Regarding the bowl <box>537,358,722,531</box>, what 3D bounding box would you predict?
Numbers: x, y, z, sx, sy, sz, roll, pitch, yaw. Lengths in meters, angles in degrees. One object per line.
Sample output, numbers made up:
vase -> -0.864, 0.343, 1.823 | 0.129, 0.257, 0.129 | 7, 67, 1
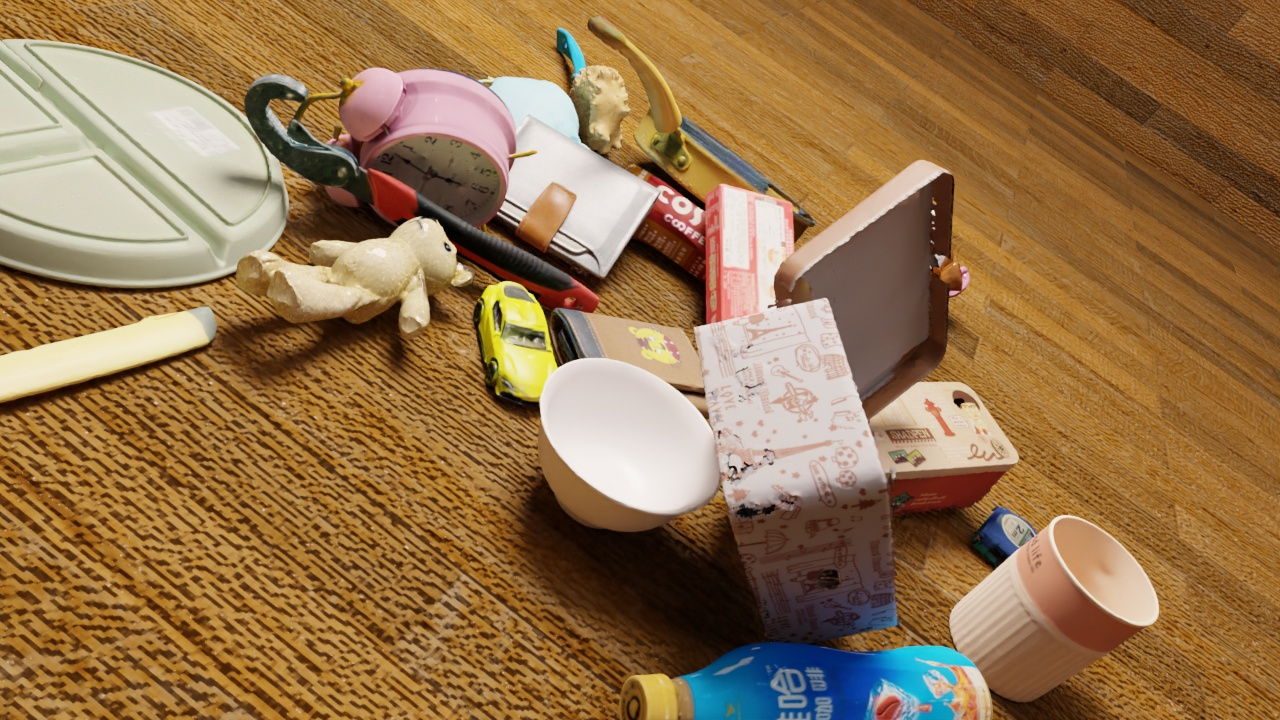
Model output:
bowl -> -0.017, 0.063, 0.549 | 0.118, 0.065, 0.118 | 20, 36, -16

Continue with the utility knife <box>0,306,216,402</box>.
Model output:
utility knife -> -0.295, 0.003, 0.443 | 0.031, 0.021, 0.204 | 41, 29, 17

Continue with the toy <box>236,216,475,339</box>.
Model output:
toy -> -0.174, -0.055, 0.568 | 0.105, 0.066, 0.156 | 27, 23, 22

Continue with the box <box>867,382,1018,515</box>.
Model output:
box -> 0.194, 0.071, 0.709 | 0.168, 0.076, 0.091 | 1, 47, -29

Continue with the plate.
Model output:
plate -> -0.335, -0.130, 0.567 | 0.230, 0.028, 0.229 | 21, 37, -17

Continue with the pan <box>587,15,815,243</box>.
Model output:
pan -> 0.047, -0.201, 0.819 | 0.197, 0.078, 0.356 | 46, 19, 29

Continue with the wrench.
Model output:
wrench -> -0.142, -0.099, 0.631 | 0.273, 0.056, 0.016 | 33, 39, -26

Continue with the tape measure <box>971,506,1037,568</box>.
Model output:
tape measure -> 0.291, 0.146, 0.725 | 0.054, 0.025, 0.058 | 46, 41, 15

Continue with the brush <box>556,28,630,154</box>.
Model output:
brush -> -0.059, -0.293, 0.948 | 0.046, 0.083, 0.254 | -6, 38, -13

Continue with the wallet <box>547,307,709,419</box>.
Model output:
wallet -> -0.004, 0.004, 0.662 | 0.115, 0.033, 0.090 | 9, 40, -36

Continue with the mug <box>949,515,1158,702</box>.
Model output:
mug -> 0.282, 0.166, 0.623 | 0.114, 0.106, 0.081 | -8, 52, -44

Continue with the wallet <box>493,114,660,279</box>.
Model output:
wallet -> -0.062, -0.133, 0.745 | 0.130, 0.037, 0.106 | 31, 63, 1

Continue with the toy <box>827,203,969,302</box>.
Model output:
toy -> 0.262, -0.103, 0.930 | 0.140, 0.131, 0.199 | 42, 26, 23

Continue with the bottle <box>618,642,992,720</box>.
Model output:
bottle -> 0.090, 0.183, 0.488 | 0.218, 0.065, 0.065 | 11, 40, -27

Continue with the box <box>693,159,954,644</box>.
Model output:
box -> 0.113, 0.025, 0.549 | 0.134, 0.179, 0.269 | 11, 54, 25

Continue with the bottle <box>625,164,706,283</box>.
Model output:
bottle -> 0.052, -0.105, 0.811 | 0.175, 0.058, 0.057 | 31, 35, -2

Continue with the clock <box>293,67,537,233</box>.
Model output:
clock -> -0.163, -0.147, 0.648 | 0.158, 0.117, 0.059 | 15, 50, -27

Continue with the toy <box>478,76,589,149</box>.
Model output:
toy -> -0.087, -0.202, 0.828 | 0.156, 0.050, 0.161 | 38, 38, -10

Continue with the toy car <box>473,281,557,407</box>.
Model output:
toy car -> -0.081, -0.014, 0.620 | 0.048, 0.032, 0.105 | 10, 42, -30

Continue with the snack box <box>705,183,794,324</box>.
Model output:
snack box -> 0.092, -0.066, 0.760 | 0.075, 0.026, 0.152 | 9, 71, -27
